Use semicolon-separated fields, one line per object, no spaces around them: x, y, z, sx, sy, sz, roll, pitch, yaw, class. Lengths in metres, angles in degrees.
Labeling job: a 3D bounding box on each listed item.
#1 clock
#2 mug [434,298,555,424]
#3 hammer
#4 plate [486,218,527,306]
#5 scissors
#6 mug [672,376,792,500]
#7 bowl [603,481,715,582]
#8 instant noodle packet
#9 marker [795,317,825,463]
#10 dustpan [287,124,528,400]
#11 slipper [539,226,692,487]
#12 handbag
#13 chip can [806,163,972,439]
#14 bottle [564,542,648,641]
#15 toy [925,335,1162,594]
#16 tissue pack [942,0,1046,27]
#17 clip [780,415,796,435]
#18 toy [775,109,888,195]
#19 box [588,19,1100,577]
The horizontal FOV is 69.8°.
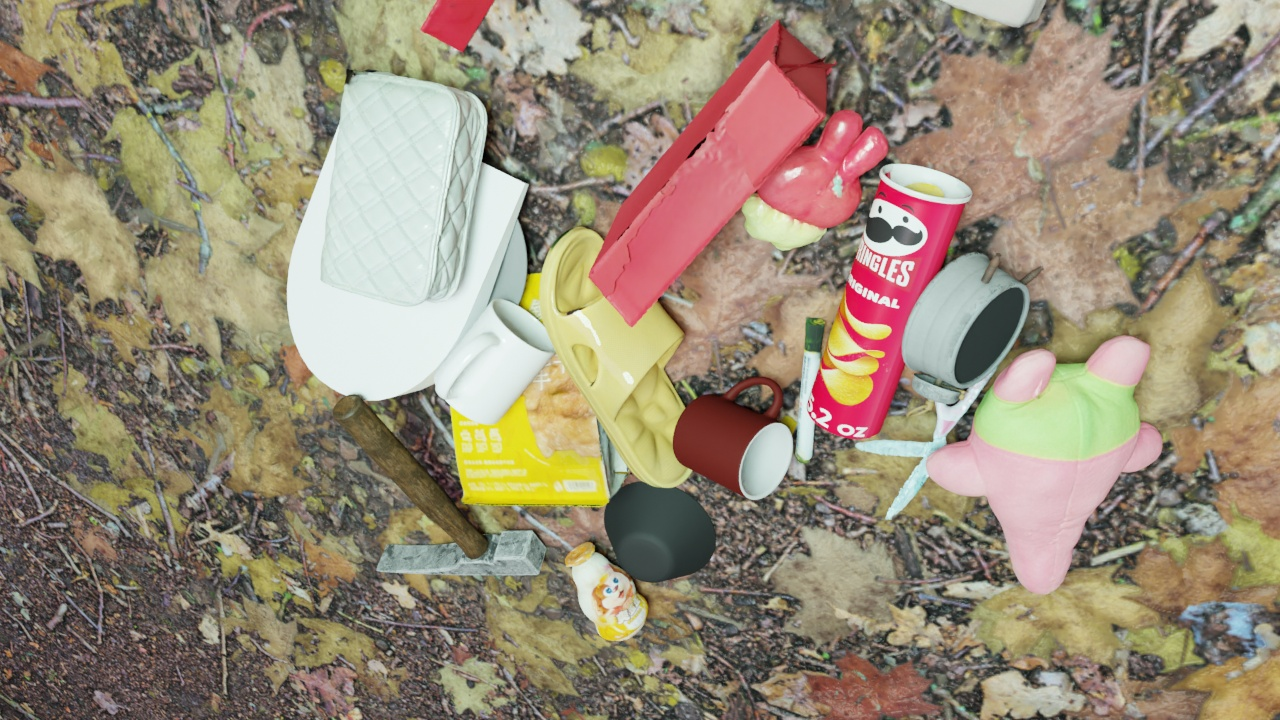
0.246;-0.017;0.716;0.056;0.103;0.148;38;113;39;clock
-0.139;0.003;0.821;0.074;0.110;0.091;44;107;12;mug
-0.258;0.141;0.970;0.218;0.037;0.301;-6;137;23;hammer
-0.185;-0.101;0.879;0.179;0.012;0.178;6;106;21;plate
0.267;0.063;0.781;0.170;0.013;0.176;6;105;-7;scissors
0.089;0.062;0.832;0.083;0.073;0.105;23;90;43;mug
0.011;0.191;0.950;0.124;0.052;0.124;9;119;16;bowl
-0.105;0.025;0.901;0.163;0.084;0.222;-2;101;22;instant noodle packet
0.153;0.029;0.833;0.017;0.017;0.147;9;120;16;marker
-0.233;-0.088;0.880;0.191;0.053;0.258;28;102;11;dustpan
-0.005;0.005;0.825;0.079;0.099;0.263;1;124;46;slipper
-0.209;-0.148;0.803;0.139;0.072;0.195;16;100;22;handbag
0.196;-0.042;0.747;0.069;0.069;0.221;18;122;11;chip can
-0.039;0.249;0.994;0.063;0.063;0.108;-24;107;29;bottle
0.332;0.087;0.743;0.192;0.096;0.237;-5;116;1;toy
0.254;-0.317;0.590;0.104;0.071;0.182;29;122;23;tissue pack
0.118;0.074;0.865;0.046;0.048;0.054;8;124;-12;clip
0.135;-0.138;0.721;0.091;0.045;0.135;12;138;-27;toy
0.118;-0.055;0.663;0.213;0.147;0.374;-47;69;31;box
